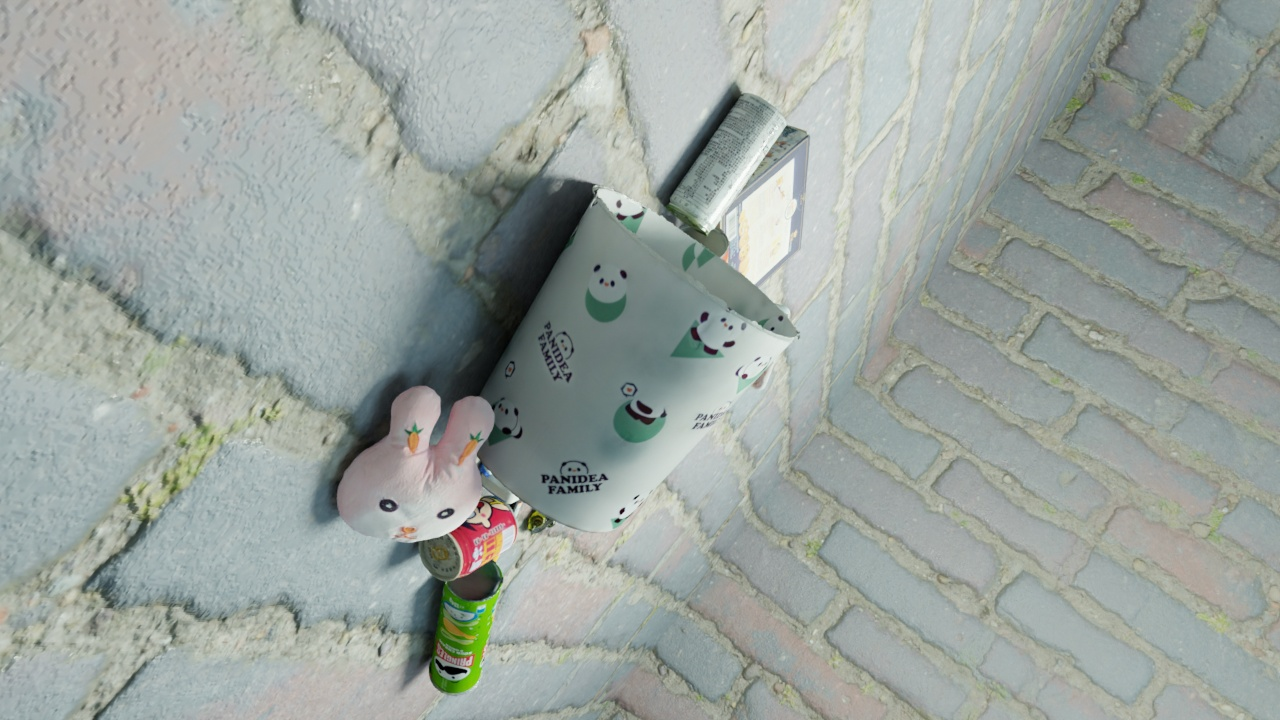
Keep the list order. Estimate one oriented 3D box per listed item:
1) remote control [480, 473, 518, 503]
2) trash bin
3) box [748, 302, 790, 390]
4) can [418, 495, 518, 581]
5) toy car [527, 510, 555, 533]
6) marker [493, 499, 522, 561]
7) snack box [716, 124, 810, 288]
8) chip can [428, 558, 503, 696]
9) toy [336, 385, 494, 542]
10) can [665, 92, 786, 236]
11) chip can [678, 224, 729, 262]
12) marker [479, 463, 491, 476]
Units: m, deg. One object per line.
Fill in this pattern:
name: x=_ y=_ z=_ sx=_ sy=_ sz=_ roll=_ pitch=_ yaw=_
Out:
remote control: x=-0.128 y=0.126 z=1.044 sx=0.124 sy=0.049 sz=0.024 roll=-19 pitch=138 yaw=-60
trash bin: x=-0.020 y=0.006 z=0.850 sx=0.252 sy=0.229 sz=0.229 roll=-53 pitch=162 yaw=15
box: x=0.152 y=-0.005 z=1.402 sx=0.109 sy=0.100 sz=0.202 roll=-55 pitch=165 yaw=-36
can: x=-0.186 y=0.192 z=0.992 sx=0.093 sy=0.066 sz=0.067 roll=-24 pitch=145 yaw=-56
toy car: x=-0.111 y=0.190 z=1.226 sx=0.105 sy=0.032 sz=0.048 roll=-43 pitch=162 yaw=4
marker: x=-0.165 y=0.200 z=1.142 sx=0.018 sy=0.015 sz=0.124 roll=-20 pitch=139 yaw=-62
snack box: x=0.136 y=-0.166 z=1.121 sx=0.182 sy=0.046 sz=0.178 roll=-43 pitch=147 yaw=-31
chip can: x=-0.221 y=0.333 z=1.150 sx=0.072 sy=0.072 sz=0.237 roll=-36 pitch=154 yaw=-42
toy: x=-0.189 y=0.093 z=0.784 sx=0.121 sy=0.054 sz=0.160 roll=12 pitch=117 yaw=-28
can: x=0.090 y=-0.207 z=0.969 sx=0.147 sy=0.058 sz=0.058 roll=-55 pitch=161 yaw=3
chip can: x=0.067 y=-0.059 z=1.079 sx=0.073 sy=0.073 sz=0.217 roll=-43 pitch=149 yaw=-30
marker: x=-0.124 y=0.066 z=0.998 sx=0.145 sy=0.017 sz=0.017 roll=-51 pitch=161 yaw=-8
